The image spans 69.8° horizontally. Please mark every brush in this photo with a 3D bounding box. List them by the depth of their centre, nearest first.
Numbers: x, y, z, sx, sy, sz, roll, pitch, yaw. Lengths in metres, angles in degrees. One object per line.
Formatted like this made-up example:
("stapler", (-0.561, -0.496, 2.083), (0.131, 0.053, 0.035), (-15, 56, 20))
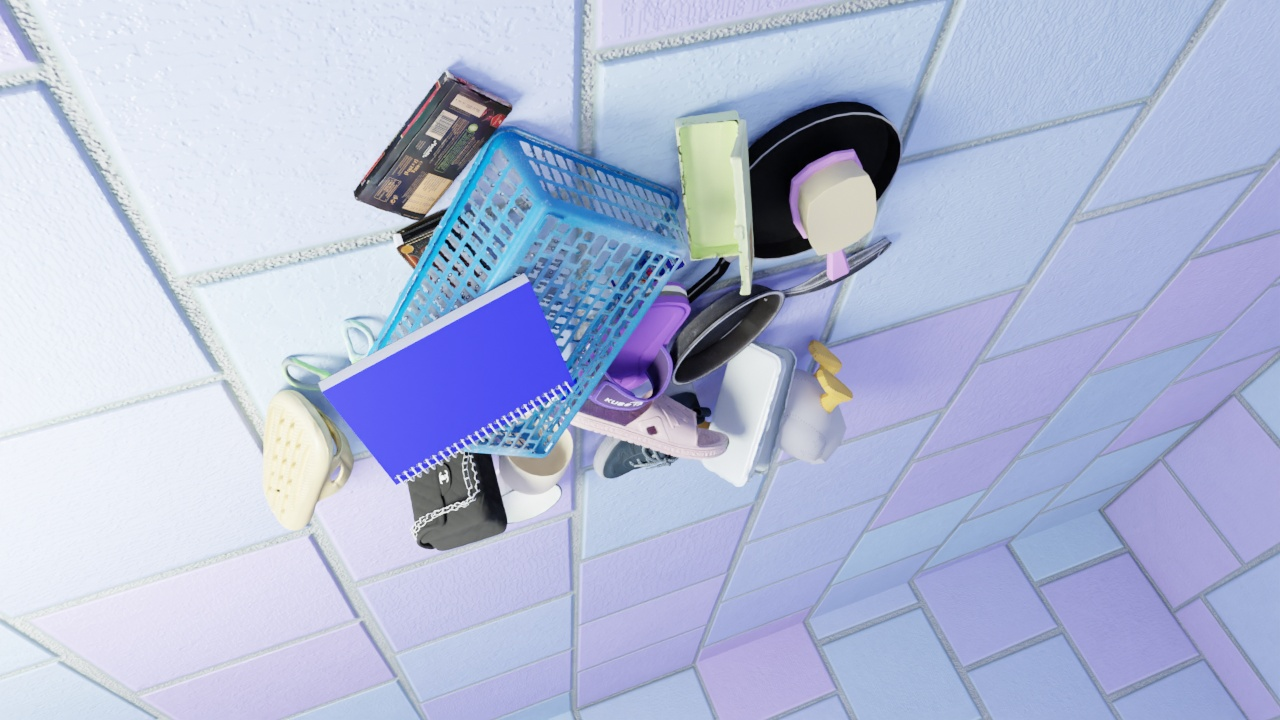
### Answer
("brush", (0.232, -0.153, 1.084), (0.089, 0.043, 0.229), (-26, 148, 2))

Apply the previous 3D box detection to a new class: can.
("can", (0.006, -0.105, 1.081), (0.095, 0.032, 0.032), (-28, 150, 6))

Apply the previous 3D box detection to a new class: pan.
("pan", (0.147, -0.165, 1.086), (0.357, 0.034, 0.225), (-40, 147, 25))
("pan", (0.182, -0.078, 1.226), (0.356, 0.055, 0.187), (-35, 162, -9))

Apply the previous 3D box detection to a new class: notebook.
("notebook", (-0.178, 0.026, 0.897), (0.209, 0.022, 0.172), (-29, 140, -9))

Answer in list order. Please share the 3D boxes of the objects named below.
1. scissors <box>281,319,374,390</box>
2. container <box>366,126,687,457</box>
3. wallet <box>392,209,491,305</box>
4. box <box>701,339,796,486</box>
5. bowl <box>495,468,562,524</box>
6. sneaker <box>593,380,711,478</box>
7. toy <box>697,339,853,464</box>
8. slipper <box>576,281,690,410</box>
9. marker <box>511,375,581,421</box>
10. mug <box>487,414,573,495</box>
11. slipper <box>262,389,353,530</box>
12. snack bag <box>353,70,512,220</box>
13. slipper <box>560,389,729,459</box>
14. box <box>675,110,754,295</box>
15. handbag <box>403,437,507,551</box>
("scissors", (-0.309, 0.025, 1.020), (0.171, 0.024, 0.160), (22, 110, -26))
("container", (-0.118, -0.039, 0.968), (0.256, 0.089, 0.363), (11, 123, -45))
("wallet", (-0.197, -0.104, 0.949), (0.072, 0.019, 0.123), (-23, 150, 3))
("box", (0.147, 0.076, 1.326), (0.122, 0.083, 0.216), (12, 109, 10))
("bowl", (-0.183, 0.190, 1.381), (0.118, 0.062, 0.118), (-18, 150, -11))
("sneaker", (0.018, 0.125, 1.396), (0.089, 0.087, 0.236), (6, 138, -42))
("toy", (0.211, 0.095, 1.433), (0.246, 0.140, 0.268), (32, 120, -25))
("slipper", (-0.007, 0.006, 1.148), (0.107, 0.084, 0.267), (-4, 155, -21))
("marker", (-0.146, 0.057, 1.235), (0.133, 0.027, 0.023), (-23, 150, 1))
("mug", (-0.162, 0.134, 1.286), (0.120, 0.096, 0.100), (24, 147, -4))
("slipper", (-0.392, 0.113, 1.088), (0.079, 0.111, 0.262), (-28, 163, -40))
("snack bag", (-0.187, -0.188, 0.826), (0.155, 0.018, 0.074), (-41, 145, 27))
("slipper", (0.012, 0.078, 1.267), (0.239, 0.094, 0.064), (13, 105, -4))
("box", (0.077, -0.165, 0.965), (0.083, 0.091, 0.188), (5, 139, 14))
("handbag", (-0.258, 0.163, 1.198), (0.125, 0.153, 0.115), (-24, 154, 9))
